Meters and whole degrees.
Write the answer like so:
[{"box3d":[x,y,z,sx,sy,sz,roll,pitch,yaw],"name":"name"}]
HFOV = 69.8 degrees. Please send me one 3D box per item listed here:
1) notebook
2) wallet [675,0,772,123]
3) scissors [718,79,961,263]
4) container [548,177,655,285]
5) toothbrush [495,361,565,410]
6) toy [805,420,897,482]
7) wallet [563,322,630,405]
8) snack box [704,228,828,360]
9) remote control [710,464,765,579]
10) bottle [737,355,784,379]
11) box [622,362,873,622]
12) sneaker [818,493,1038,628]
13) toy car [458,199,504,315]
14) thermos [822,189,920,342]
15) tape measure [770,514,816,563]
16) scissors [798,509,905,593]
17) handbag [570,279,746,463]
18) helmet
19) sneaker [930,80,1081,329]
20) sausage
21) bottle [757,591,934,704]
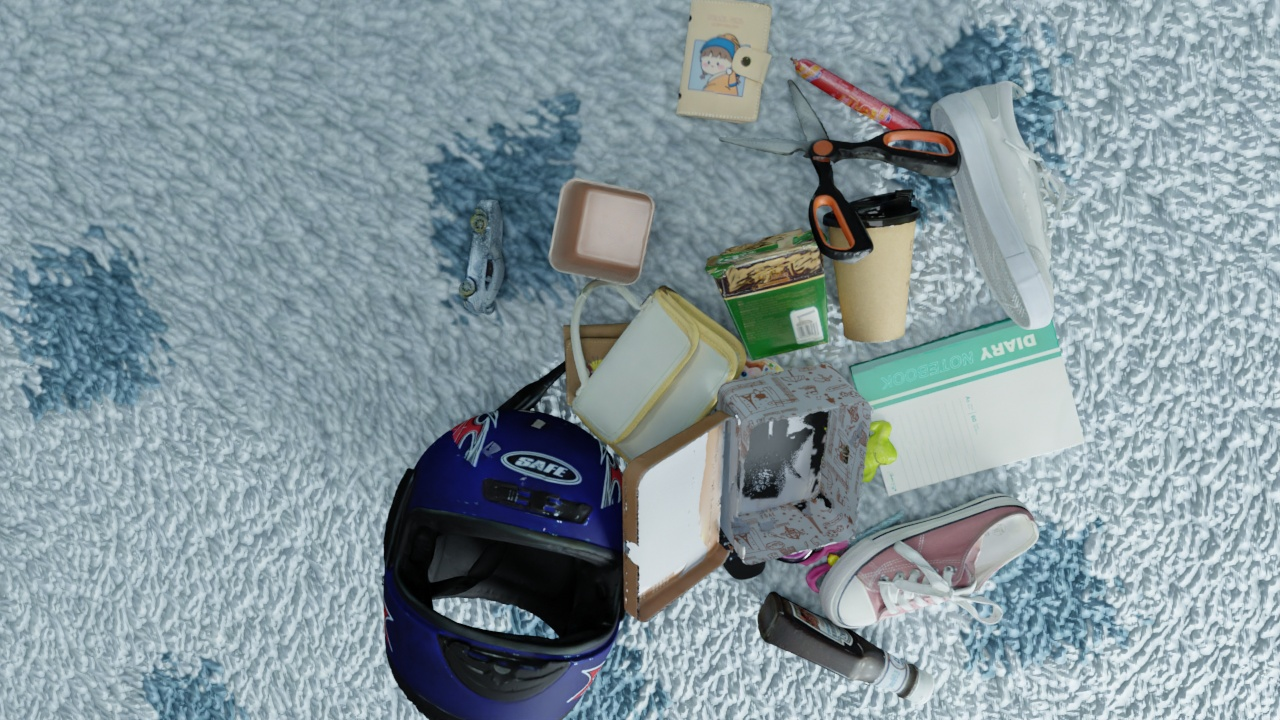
[{"box3d":[0.341,0.045,0.962,0.209,0.012,0.150,-17,98,9],"name":"notebook"},{"box3d":[0.086,-0.299,0.918,0.087,0.024,0.115,10,101,8],"name":"wallet"},{"box3d":[0.188,-0.184,0.869,0.235,0.022,0.220,1,62,8],"name":"scissors"},{"box3d":[-0.032,-0.130,0.914,0.090,0.110,0.090,12,101,3],"name":"container"},{"box3d":[-0.123,0.042,0.998,0.213,0.026,0.027,-39,102,7],"name":"toothbrush"},{"box3d":[0.215,0.085,0.968,0.097,0.031,0.100,-43,90,20],"name":"toy"},{"box3d":[-0.023,0.003,0.970,0.115,0.033,0.090,-1,103,-1],"name":"wallet"},{"box3d":[0.136,-0.064,0.911,0.118,0.117,0.105,-15,103,10],"name":"snack box"},{"box3d":[0.098,0.173,1.001,0.053,0.024,0.136,-19,97,10],"name":"remote control"},{"box3d":[0.118,0.025,0.953,0.108,0.063,0.063,33,101,2],"name":"bottle"},{"box3d":[0.089,0.121,0.866,0.259,0.110,0.179,-12,123,-17],"name":"box"},{"box3d":[0.303,0.220,0.952,0.241,0.087,0.118,-26,109,7],"name":"sneaker"},{"box3d":[-0.161,-0.107,0.960,0.037,0.054,0.121,9,100,6],"name":"toy car"},{"box3d":[0.231,-0.094,0.911,0.093,0.093,0.143,-5,107,6],"name":"thermos"},{"box3d":[0.162,0.189,0.985,0.058,0.039,0.057,-1,86,16],"name":"tape measure"},{"box3d":[0.229,0.193,1.000,0.137,0.017,0.073,-37,86,6],"name":"scissors"},{"box3d":[-0.005,0.005,0.919,0.179,0.063,0.163,38,107,4],"name":"handbag"},{"box3d":[-0.119,0.172,0.874,0.247,0.315,0.240,13,98,-9],"name":"helmet"},{"box3d":[0.366,-0.153,0.890,0.091,0.089,0.242,-20,92,4],"name":"sneaker"},{"box3d":[0.215,-0.261,0.914,0.156,0.020,0.020,29,101,0],"name":"sausage"},{"box3d":[0.222,0.314,0.988,0.195,0.080,0.044,26,98,-3],"name":"bottle"}]
